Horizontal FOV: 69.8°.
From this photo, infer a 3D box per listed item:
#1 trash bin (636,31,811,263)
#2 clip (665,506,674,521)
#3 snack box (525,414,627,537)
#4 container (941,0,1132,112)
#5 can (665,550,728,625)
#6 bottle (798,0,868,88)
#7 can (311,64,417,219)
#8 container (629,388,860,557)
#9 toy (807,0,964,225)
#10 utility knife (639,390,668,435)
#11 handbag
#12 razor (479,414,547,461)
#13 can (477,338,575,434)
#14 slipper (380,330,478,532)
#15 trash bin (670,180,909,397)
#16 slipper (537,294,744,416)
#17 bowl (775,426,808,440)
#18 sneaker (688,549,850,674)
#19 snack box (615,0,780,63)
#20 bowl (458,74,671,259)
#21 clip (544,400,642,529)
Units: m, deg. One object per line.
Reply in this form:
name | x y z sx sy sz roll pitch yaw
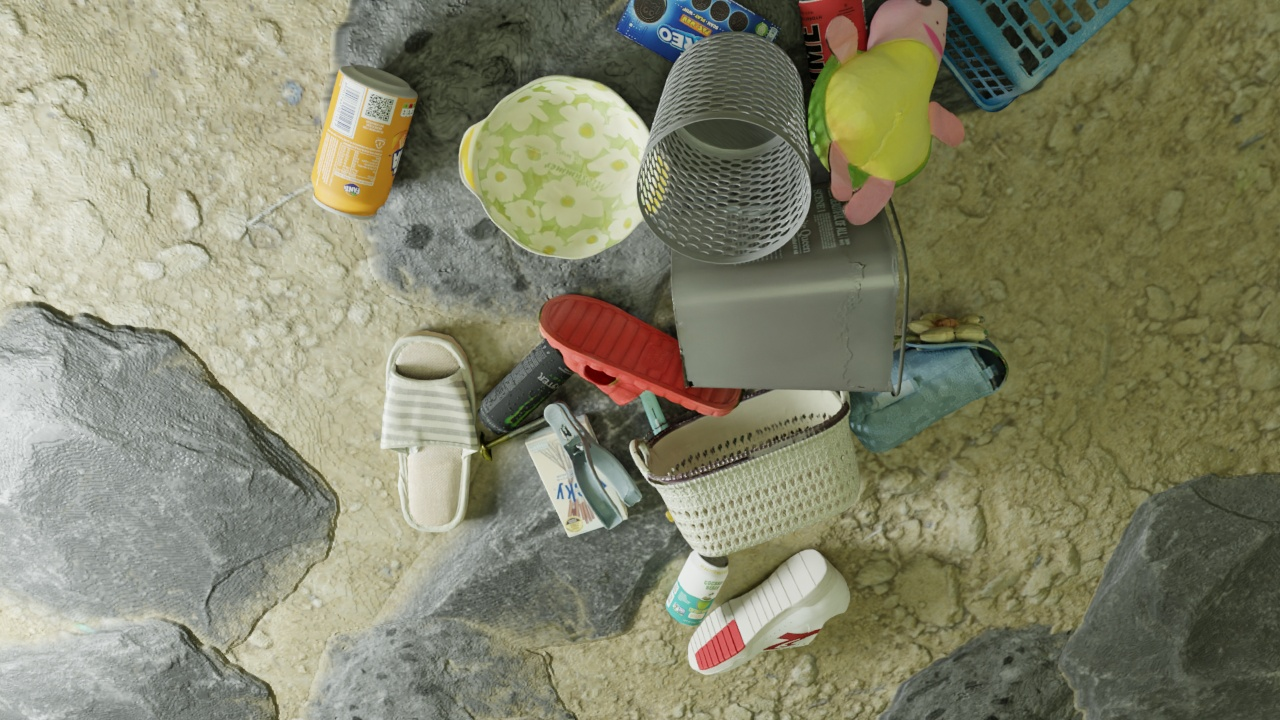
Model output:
trash bin | 0.085 -0.212 0.886 0.156 0.182 0.157 5 136 5
clip | 0.053 0.176 1.172 0.054 0.046 0.048 -26 146 9
snack box | -0.079 0.146 1.149 0.082 0.026 0.150 -20 113 5
container | 0.344 -0.442 0.866 0.257 0.089 0.362 -42 110 16
can | 0.075 0.296 1.208 0.055 0.054 0.102 20 112 -11
bottle | 0.208 -0.289 0.944 0.062 0.062 0.177 -13 114 3
can | -0.285 -0.224 0.942 0.079 0.079 0.143 19 112 -11
container | 0.130 0.115 1.049 0.252 0.184 0.143 -21 105 3
toy | 0.228 -0.246 0.870 0.190 0.088 0.238 26 78 -24
utility knife | 0.014 0.057 1.121 0.022 0.015 0.147 -21 110 2
handbag | 0.315 0.013 1.060 0.192 0.121 0.118 -29 108 14
razor | -0.146 0.085 1.118 0.106 0.042 0.026 -25 111 -1
can | -0.130 0.028 1.077 0.138 0.054 0.054 -42 109 15
slipper | -0.253 0.096 1.107 0.114 0.054 0.273 -2 115 -7
trash bin | 0.149 -0.073 0.965 0.220 0.197 0.198 -5 134 7
slipper | -0.006 0.006 1.036 0.249 0.103 0.059 25 134 6
bowl | 0.206 0.126 1.149 0.102 0.026 0.114 37 105 -1
sneaker | 0.180 0.360 1.231 0.237 0.090 0.104 -41 115 10
snack box | 0.057 -0.337 0.934 0.150 0.027 0.082 24 112 -13
bowl | -0.078 -0.206 0.971 0.219 0.060 0.189 8 114 -5
clip | -0.046 0.128 1.097 0.031 0.172 0.164 -34 156 10
